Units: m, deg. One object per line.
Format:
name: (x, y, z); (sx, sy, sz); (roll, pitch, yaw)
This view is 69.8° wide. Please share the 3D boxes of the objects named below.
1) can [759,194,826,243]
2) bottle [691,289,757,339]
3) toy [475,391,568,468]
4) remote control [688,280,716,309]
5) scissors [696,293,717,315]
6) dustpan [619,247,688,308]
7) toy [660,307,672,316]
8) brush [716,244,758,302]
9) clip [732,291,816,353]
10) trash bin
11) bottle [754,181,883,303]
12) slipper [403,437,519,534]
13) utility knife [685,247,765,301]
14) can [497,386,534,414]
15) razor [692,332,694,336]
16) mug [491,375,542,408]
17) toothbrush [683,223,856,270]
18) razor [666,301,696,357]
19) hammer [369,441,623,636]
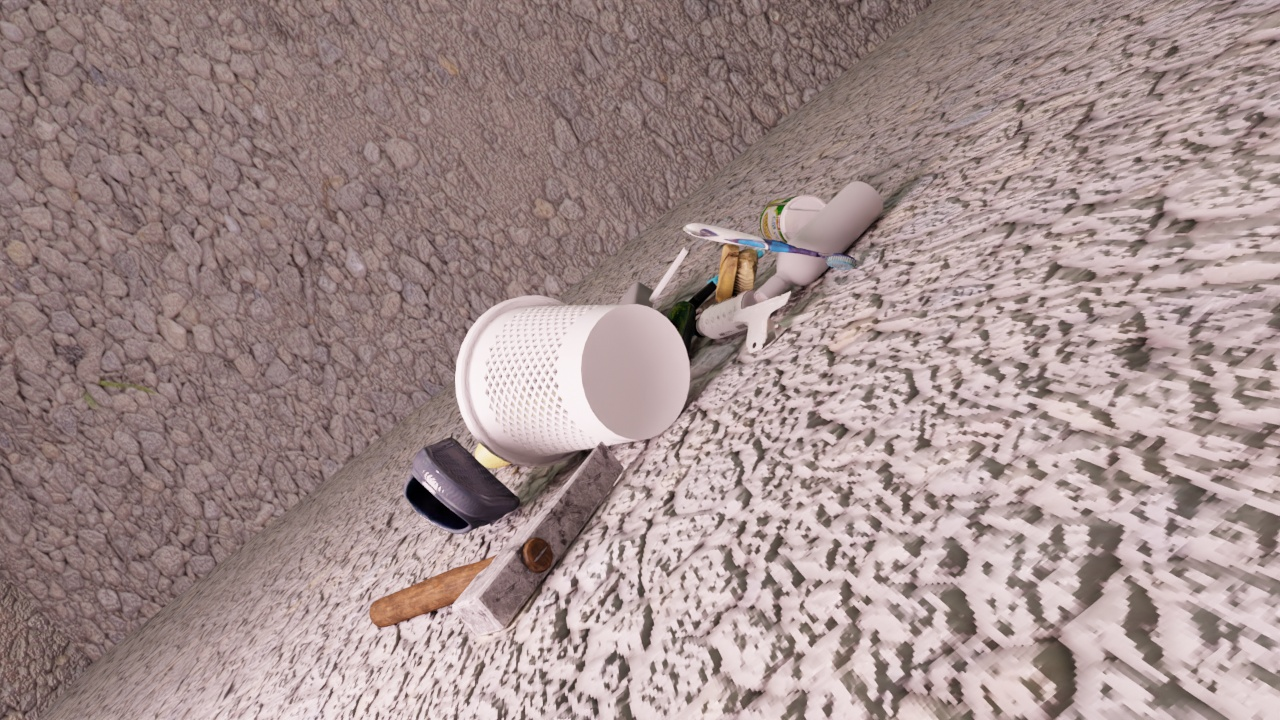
can: (0.200, -0.179, 1.194); (0.067, 0.067, 0.121); (-38, 10, 0)
bottle: (0.098, -0.048, 1.050); (0.041, 0.041, 0.116); (-44, 12, -29)
toy: (-0.157, 0.094, 1.233); (0.171, 0.064, 0.154); (-38, -8, 22)
remote control: (0.072, -0.077, 1.247); (0.034, 0.013, 0.150); (-40, -1, -12)
scissors: (0.087, -0.072, 1.210); (0.166, 0.012, 0.157); (-37, 0, 26)
dustpan: (-0.012, -0.070, 1.381); (0.258, 0.033, 0.163); (-55, 10, 21)
toy: (0.006, -0.051, 1.398); (0.049, 0.030, 0.112); (-28, -4, -43)
brush: (0.113, -0.097, 1.072); (0.195, 0.043, 0.059); (57, -138, -82)
clip: (0.131, -0.036, 0.936); (0.057, 0.052, 0.102); (-11, -4, -28)
trash bin: (-0.062, 0.017, 0.970); (0.195, 0.195, 0.200); (-44, 22, -30)
bottle: (0.195, -0.125, 1.024); (0.194, 0.052, 0.053); (-43, 12, -25)
slipper: (-0.197, 0.146, 0.969); (0.083, 0.110, 0.268); (-50, -2, -5)
utility knife: (0.110, -0.117, 1.315); (0.178, 0.015, 0.022); (-34, 9, -19)
can: (-0.175, 0.074, 1.300); (0.080, 0.038, 0.038); (-41, 9, 19)
razor: (0.059, -0.030, 1.156); (0.143, 0.022, 0.042); (-44, 13, -30)
mug: (-0.176, 0.077, 1.381); (0.091, 0.073, 0.110); (-34, -14, 19)
toothbrush: (0.135, -0.121, 0.972); (0.017, 0.189, 0.016); (-58, -23, -49)
razor: (0.037, -0.033, 1.101); (0.054, 0.067, 0.151); (1, 34, 19)
hammer: (-0.162, 0.195, 0.901); (0.302, 0.037, 0.217); (-29, 14, 43)
